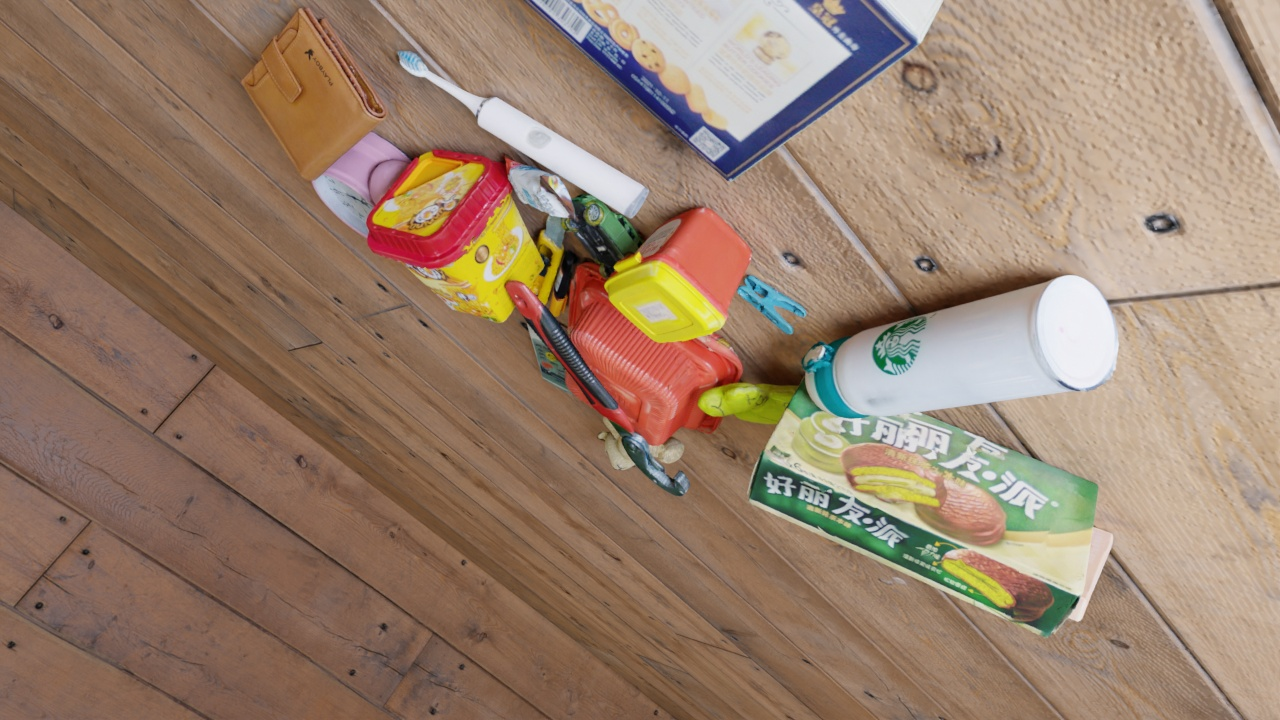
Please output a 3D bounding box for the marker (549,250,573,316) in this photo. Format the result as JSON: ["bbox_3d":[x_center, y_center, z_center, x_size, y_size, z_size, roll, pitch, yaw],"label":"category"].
[{"bbox_3d":[-0.075,-0.073,0.889,0.015,0.018,0.124,-4,159,-13],"label":"marker"}]

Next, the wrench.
[{"bbox_3d":[-0.039,0.031,0.847,0.056,0.016,0.273,0,134,52],"label":"wrench"}]

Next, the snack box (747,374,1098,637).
[{"bbox_3d":[0.212,0.102,0.699,0.240,0.114,0.063,23,133,16],"label":"snack box"}]

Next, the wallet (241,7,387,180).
[{"bbox_3d":[-0.284,-0.227,0.791,0.132,0.031,0.108,-20,108,43],"label":"wallet"}]

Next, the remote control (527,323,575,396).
[{"bbox_3d":[-0.094,-0.004,1.044,0.056,0.019,0.135,27,156,16],"label":"remote control"}]

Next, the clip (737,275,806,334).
[{"bbox_3d":[0.101,-0.045,0.710,0.056,0.041,0.014,39,157,5],"label":"clip"}]

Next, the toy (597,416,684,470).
[{"bbox_3d":[0.001,0.098,1.058,0.105,0.066,0.157,22,168,-17],"label":"toy"}]

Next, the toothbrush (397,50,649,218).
[{"bbox_3d":[-0.093,-0.176,0.700,0.221,0.026,0.026,32,164,5],"label":"toothbrush"}]

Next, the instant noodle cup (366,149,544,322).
[{"bbox_3d":[-0.155,-0.104,0.809,0.116,0.115,0.124,17,153,35],"label":"instant noodle cup"}]

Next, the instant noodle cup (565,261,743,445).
[{"bbox_3d":[-0.005,0.005,0.873,0.189,0.079,0.165,34,153,13],"label":"instant noodle cup"}]

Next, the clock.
[{"bbox_3d":[-0.247,-0.159,0.890,0.158,0.059,0.117,23,155,23],"label":"clock"}]

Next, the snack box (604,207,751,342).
[{"bbox_3d":[0.030,-0.066,0.686,0.082,0.080,0.091,41,156,-19],"label":"snack box"}]

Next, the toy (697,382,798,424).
[{"bbox_3d":[0.104,0.037,0.811,0.097,0.031,0.100,-15,158,39],"label":"toy"}]

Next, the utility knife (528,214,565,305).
[{"bbox_3d":[-0.092,-0.096,0.866,0.033,0.015,0.217,31,157,-1],"label":"utility knife"}]

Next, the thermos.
[{"bbox_3d":[0.195,-0.001,0.614,0.073,0.073,0.225,41,156,-16],"label":"thermos"}]

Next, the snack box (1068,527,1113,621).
[{"bbox_3d":[0.290,0.146,0.749,0.157,0.084,0.026,19,129,30],"label":"snack box"}]

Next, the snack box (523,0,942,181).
[{"bbox_3d":[0.033,-0.195,0.475,0.178,0.045,0.183,39,156,-13],"label":"snack box"}]

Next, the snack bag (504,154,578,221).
[{"bbox_3d":[-0.081,-0.137,0.727,0.048,0.026,0.104,50,171,-31],"label":"snack bag"}]

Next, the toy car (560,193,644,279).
[{"bbox_3d":[-0.026,-0.099,0.748,0.091,0.036,0.043,47,155,-28],"label":"toy car"}]
